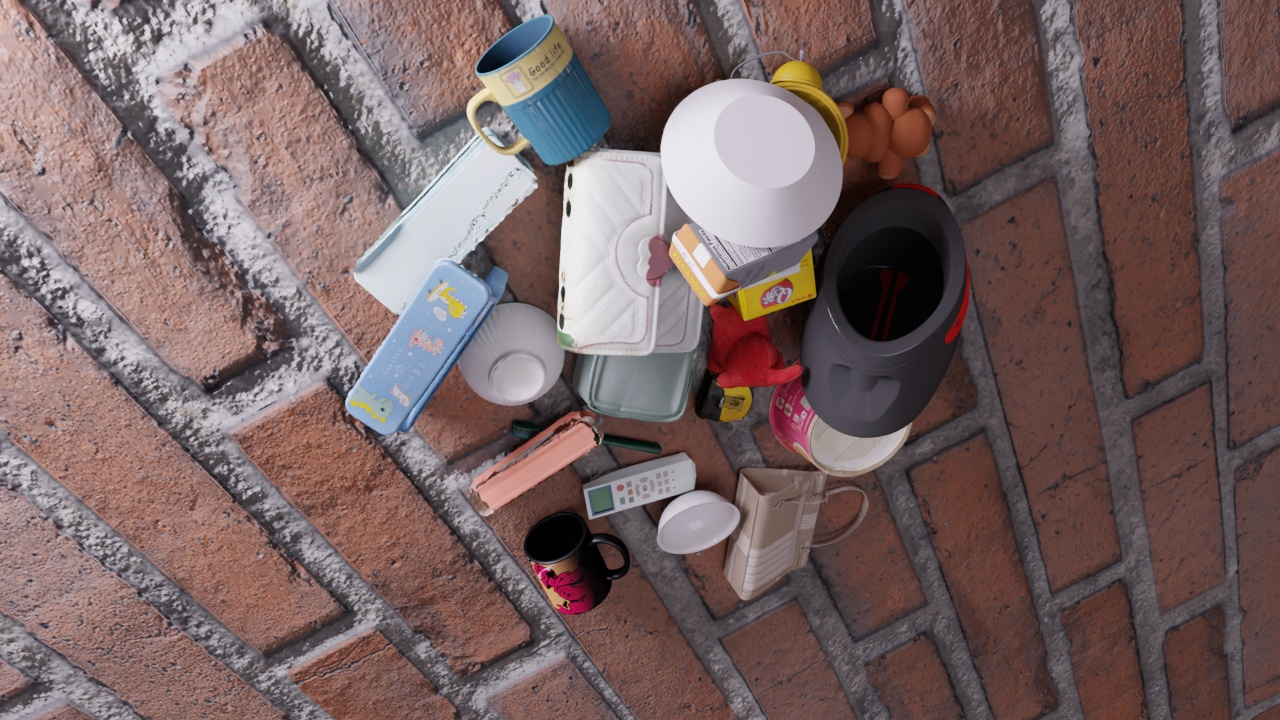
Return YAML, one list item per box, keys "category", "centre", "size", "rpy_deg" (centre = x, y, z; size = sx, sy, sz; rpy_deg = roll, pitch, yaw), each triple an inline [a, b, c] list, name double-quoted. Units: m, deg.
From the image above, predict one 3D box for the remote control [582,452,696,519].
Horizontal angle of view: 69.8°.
- category: "remote control"
  centre: [-0.001, 0.152, 1.135]
  size: [0.143, 0.024, 0.050]
  rpy_deg: [-15, 124, -10]

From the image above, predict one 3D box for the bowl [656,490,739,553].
- category: "bowl"
  centre: [0.068, 0.198, 1.170]
  size: [0.110, 0.040, 0.110]
  rpy_deg: [-12, 138, -11]

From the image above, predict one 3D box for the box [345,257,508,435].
- category: "box"
  centre: [-0.216, -0.019, 0.935]
  size: [0.078, 0.074, 0.209]
  rpy_deg: [33, 114, -14]

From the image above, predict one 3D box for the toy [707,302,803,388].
- category: "toy"
  centre: [0.123, -0.016, 1.015]
  size: [0.088, 0.133, 0.094]
  rpy_deg: [-11, 114, -24]

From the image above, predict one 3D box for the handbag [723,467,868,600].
- category: "handbag"
  centre: [0.220, 0.217, 1.235]
  size: [0.197, 0.062, 0.176]
  rpy_deg: [-9, 123, -22]

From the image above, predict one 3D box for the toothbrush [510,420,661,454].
- category: "toothbrush"
  centre: [-0.063, 0.094, 1.086]
  size: [0.189, 0.016, 0.017]
  rpy_deg: [11, 114, -22]

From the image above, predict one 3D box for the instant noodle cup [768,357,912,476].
- category: "instant noodle cup"
  centre: [0.256, 0.067, 1.130]
  size: [0.178, 0.077, 0.179]
  rpy_deg: [-8, 122, -13]

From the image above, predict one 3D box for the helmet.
- category: "helmet"
  centre: [0.263, -0.043, 1.002]
  size: [0.164, 0.170, 0.264]
  rpy_deg: [15, 78, 15]

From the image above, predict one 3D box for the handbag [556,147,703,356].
- category: "handbag"
  centre: [-0.009, -0.107, 0.905]
  size: [0.141, 0.096, 0.199]
  rpy_deg: [-2, 106, -20]

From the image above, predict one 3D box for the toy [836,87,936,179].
- category: "toy"
  centre: [0.243, -0.238, 0.960]
  size: [0.127, 0.065, 0.095]
  rpy_deg: [-3, 118, -3]

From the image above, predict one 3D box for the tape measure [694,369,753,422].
- category: "tape measure"
  centre: [0.104, 0.043, 1.093]
  size: [0.064, 0.037, 0.066]
  rpy_deg: [6, 118, -20]

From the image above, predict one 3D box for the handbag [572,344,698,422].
- category: "handbag"
  centre: [-0.006, 0.006, 1.018]
  size: [0.121, 0.067, 0.106]
  rpy_deg: [8, 102, -22]

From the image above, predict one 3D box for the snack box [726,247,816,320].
- category: "snack box"
  centre: [0.125, -0.103, 0.969]
  size: [0.083, 0.105, 0.061]
  rpy_deg: [-19, 126, -5]

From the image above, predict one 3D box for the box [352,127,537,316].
- category: "box"
  centre: [-0.193, -0.136, 0.895]
  size: [0.199, 0.066, 0.083]
  rpy_deg: [-42, 99, 10]

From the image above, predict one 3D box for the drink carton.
- category: "drink carton"
  centre: [0.097, -0.108, 0.864]
  size: [0.124, 0.076, 0.049]
  rpy_deg: [-25, 163, -30]

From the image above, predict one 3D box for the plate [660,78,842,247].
- category: "plate"
  centre: [0.108, -0.191, 0.834]
  size: [0.174, 0.174, 0.036]
  rpy_deg: [-8, 165, -12]

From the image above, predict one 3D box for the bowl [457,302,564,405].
- category: "bowl"
  centre: [-0.135, 0.004, 0.982]
  size: [0.118, 0.062, 0.118]
  rpy_deg: [-8, 122, -13]

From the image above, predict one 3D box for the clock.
- category: "clock"
  centre: [0.141, -0.229, 0.911]
  size: [0.113, 0.052, 0.152]
  rpy_deg: [-21, 96, -4]

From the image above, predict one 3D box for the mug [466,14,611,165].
- category: "mug"
  centre: [-0.098, -0.235, 0.835]
  size: [0.113, 0.083, 0.107]
  rpy_deg: [-37, 127, 0]

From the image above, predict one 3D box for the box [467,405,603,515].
- category: "box"
  centre: [-0.123, 0.111, 1.057]
  size: [0.189, 0.062, 0.058]
  rpy_deg: [-32, 106, 17]

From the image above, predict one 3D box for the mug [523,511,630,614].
- category: "mug"
  centre: [-0.072, 0.247, 1.130]
  size: [0.118, 0.081, 0.098]
  rpy_deg: [-13, 125, 12]
